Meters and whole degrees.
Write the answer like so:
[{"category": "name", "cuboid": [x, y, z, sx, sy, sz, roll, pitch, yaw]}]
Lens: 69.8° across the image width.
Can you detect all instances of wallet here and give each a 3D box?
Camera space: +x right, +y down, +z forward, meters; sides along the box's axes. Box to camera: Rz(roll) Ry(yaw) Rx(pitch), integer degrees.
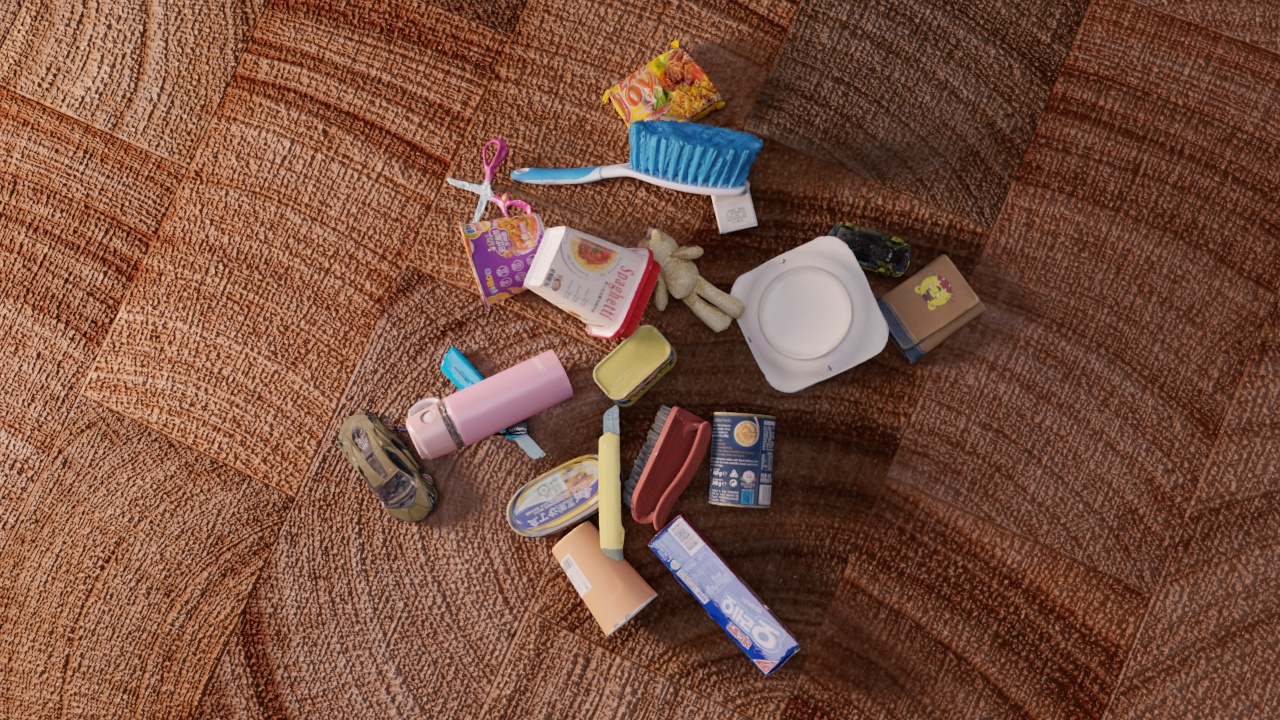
[{"category": "wallet", "cuboid": [0.348, -0.063, 1.116, 0.115, 0.033, 0.090, -34, 81, -2]}]

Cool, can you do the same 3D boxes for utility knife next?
[{"category": "utility knife", "cuboid": [-0.186, 0.058, 1.159, 0.034, 0.018, 0.182, -44, 84, -1]}, {"category": "utility knife", "cuboid": [-0.034, 0.144, 1.086, 0.031, 0.019, 0.183, -1, 88, 0]}]

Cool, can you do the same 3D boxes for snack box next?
[{"category": "snack box", "cuboid": [0.099, 0.276, 1.091, 0.057, 0.058, 0.207, -44, 82, 0]}]

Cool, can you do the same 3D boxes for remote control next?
[{"category": "remote control", "cuboid": [0.110, -0.223, 1.156, 0.049, 0.024, 0.125, -14, 84, 5]}]

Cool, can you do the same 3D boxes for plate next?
[{"category": "plate", "cuboid": [0.201, -0.056, 1.111, 0.164, 0.034, 0.163, -27, 82, 14]}]

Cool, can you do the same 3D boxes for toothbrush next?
[{"category": "toothbrush", "cuboid": [-0.229, 0.085, 1.154, 0.189, 0.014, 0.016, 0, 87, 12]}]

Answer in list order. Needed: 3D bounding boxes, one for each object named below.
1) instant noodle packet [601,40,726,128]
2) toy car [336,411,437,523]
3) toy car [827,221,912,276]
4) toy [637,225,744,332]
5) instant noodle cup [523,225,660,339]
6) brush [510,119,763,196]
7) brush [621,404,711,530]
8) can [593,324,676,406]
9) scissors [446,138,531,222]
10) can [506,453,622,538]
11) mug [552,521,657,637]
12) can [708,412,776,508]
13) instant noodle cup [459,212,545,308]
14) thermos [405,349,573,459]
[{"category": "instant noodle packet", "cuboid": [0.026, -0.334, 1.166, 0.128, 0.044, 0.110, -33, 78, 2]}, {"category": "toy car", "cuboid": [-0.316, 0.134, 1.148, 0.070, 0.042, 0.158, -41, 85, 12]}, {"category": "toy car", "cuboid": [0.280, -0.135, 1.129, 0.105, 0.032, 0.048, 22, 87, 18]}, {"category": "toy", "cuboid": [0.060, -0.100, 1.133, 0.157, 0.066, 0.105, 42, 134, 8]}, {"category": "instant noodle cup", "cuboid": [-0.060, -0.097, 1.080, 0.124, 0.117, 0.116, 25, 85, -23]}, {"category": "brush", "cuboid": [-0.012, -0.246, 1.132, 0.315, 0.110, 0.060, 11, 44, 8]}, {"category": "brush", "cuboid": [0.032, 0.130, 1.101, 0.069, 0.063, 0.146, 25, 88, 44]}, {"category": "can", "cuboid": [-0.007, 0.007, 1.114, 0.102, 0.083, 0.057, -42, 82, 0]}, {"category": "scissors", "cuboid": [-0.193, -0.220, 1.179, 0.133, 0.017, 0.134, 21, 99, 19]}, {"category": "can", "cuboid": [-0.092, 0.165, 1.124, 0.148, 0.049, 0.074, -28, 83, 2]}, {"category": "mug", "cuboid": [-0.048, 0.258, 1.101, 0.078, 0.078, 0.123, -41, 78, 0]}, {"category": "can", "cuboid": [0.121, 0.120, 1.096, 0.075, 0.075, 0.111, 4, 85, 5]}, {"category": "instant noodle cup", "cuboid": [-0.160, -0.129, 1.135, 0.099, 0.111, 0.111, -16, 83, -6]}, {"category": "thermos", "cuboid": [-0.187, 0.050, 1.122, 0.198, 0.067, 0.087, -25, 47, -8]}]
